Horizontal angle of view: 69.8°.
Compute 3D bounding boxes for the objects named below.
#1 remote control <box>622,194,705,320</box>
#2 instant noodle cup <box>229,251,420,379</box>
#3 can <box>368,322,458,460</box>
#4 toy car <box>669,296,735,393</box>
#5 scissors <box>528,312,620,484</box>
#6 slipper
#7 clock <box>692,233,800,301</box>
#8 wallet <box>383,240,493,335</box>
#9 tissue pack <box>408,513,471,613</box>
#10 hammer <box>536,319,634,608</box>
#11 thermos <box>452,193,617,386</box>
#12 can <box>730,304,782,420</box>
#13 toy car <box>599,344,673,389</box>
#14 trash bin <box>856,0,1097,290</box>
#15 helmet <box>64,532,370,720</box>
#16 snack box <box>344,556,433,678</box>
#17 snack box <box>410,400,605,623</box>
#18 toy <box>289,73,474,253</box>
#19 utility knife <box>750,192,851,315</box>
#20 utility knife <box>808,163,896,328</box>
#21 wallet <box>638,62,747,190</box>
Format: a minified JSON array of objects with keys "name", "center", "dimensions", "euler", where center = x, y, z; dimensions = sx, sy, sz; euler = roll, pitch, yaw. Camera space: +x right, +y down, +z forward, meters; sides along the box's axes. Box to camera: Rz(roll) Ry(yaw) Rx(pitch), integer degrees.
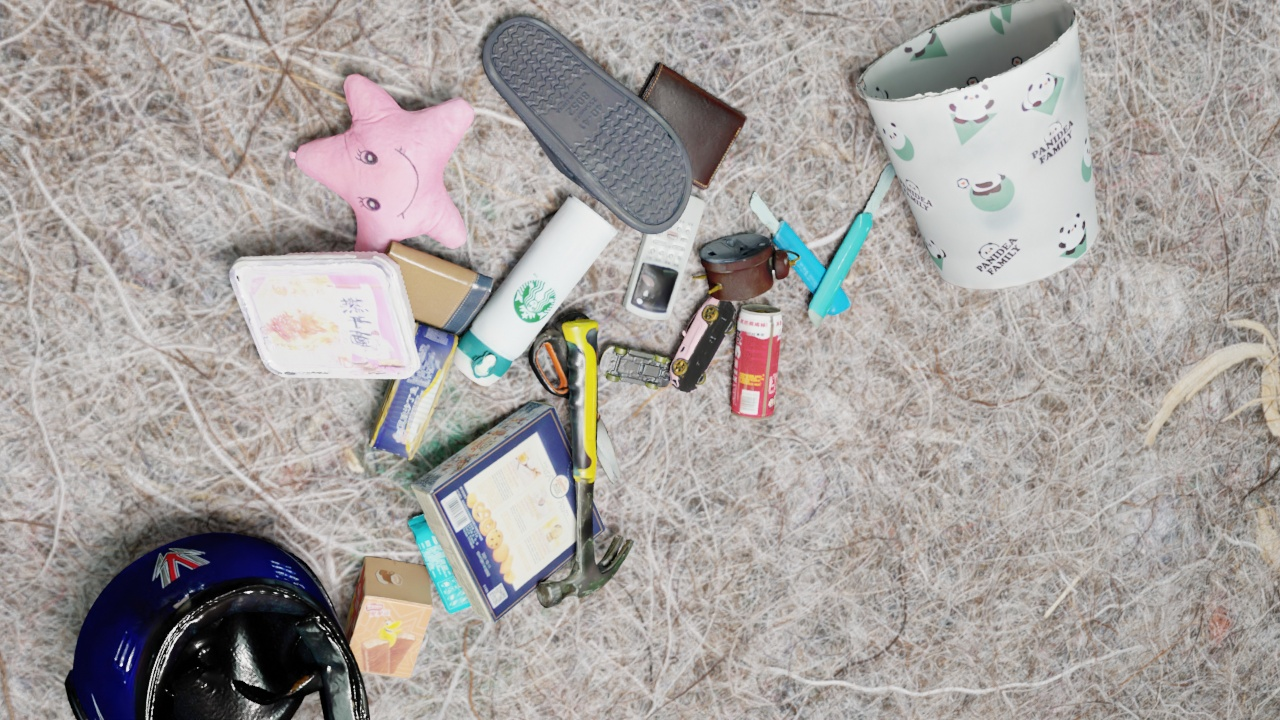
[{"name":"remote control","center":[0.027,-0.121,1.053],"dimensions":[0.058,0.021,0.150],"euler":[13,102,-19]},{"name":"instant noodle cup","center":[-0.306,-0.053,0.922],"dimensions":[0.173,0.060,0.138],"euler":[0,123,10]},{"name":"can","center":[-0.246,0.033,0.993],"dimensions":[0.049,0.074,0.148],"euler":[20,100,-18]},{"name":"toy car","center":[0.070,-0.021,1.082],"dimensions":[0.056,0.037,0.122],"euler":[28,91,-52]},{"name":"scissors","center":[-0.052,0.045,1.078],"dimensions":[0.235,0.022,0.142],"euler":[48,67,-39]},{"name":"slipper","center":[-0.054,-0.244,0.969],"dimensions":[0.268,0.083,0.110],"euler":[44,82,-6]},{"name":"clock","center":[0.124,-0.110,1.053],"dimensions":[0.122,0.082,0.055],"euler":[-17,115,-10]},{"name":"wallet","center":[-0.225,-0.075,0.967],"dimensions":[0.115,0.033,0.090],"euler":[19,135,-28]},{"name":"tissue pack","center":[-0.207,0.224,1.076],"dimensions":[0.093,0.050,0.133],"euler":[-21,111,-9]},{"name":"hammer","center":[-0.063,0.114,1.043],"dimensions":[0.125,0.032,0.323],"euler":[-10,105,-42]},{"name":"thermos","center":[-0.118,-0.072,0.998],"dimensions":[0.073,0.073,0.224],"euler":[37,94,-23]},{"name":"can","center":[0.140,0.002,1.107],"dimensions":[0.053,0.053,0.133],"euler":[-2,107,-16]},{"name":"toy car","center":[-0.006,0.006,1.074],"dimensions":[0.090,0.035,0.042],"euler":[11,102,-23]},{"name":"trash bin","center":[0.389,-0.232,1.026],"dimensions":[0.229,0.229,0.252],"euler":[-30,118,-6]},{"name":"helmet","center":[-0.425,0.330,0.938],"dimensions":[0.246,0.241,0.315],"euler":[-29,108,-38]},{"name":"snack box","center":[-0.290,0.292,1.050],"dimensions":[0.077,0.093,0.094],"euler":[15,102,-20]},{"name":"snack box","center":[-0.143,0.169,1.041],"dimensions":[0.182,0.046,0.178],"euler":[-36,116,-34]},{"name":"toy","center":[-0.260,-0.183,0.922],"dimensions":[0.178,0.074,0.195],"euler":[8,116,-7]},{"name":"utility knife","center":[0.190,-0.126,1.101],"dimensions":[0.034,0.018,0.194],"euler":[-47,113,-9]},{"name":"utility knife","center":[0.257,-0.142,1.109],"dimensions":[0.029,0.013,0.223],"euler":[29,89,-22]},{"name":"wallet","center":[0.047,-0.257,1.019],"dimensions":[0.122,0.020,0.096],"euler":[25,103,-23]}]
